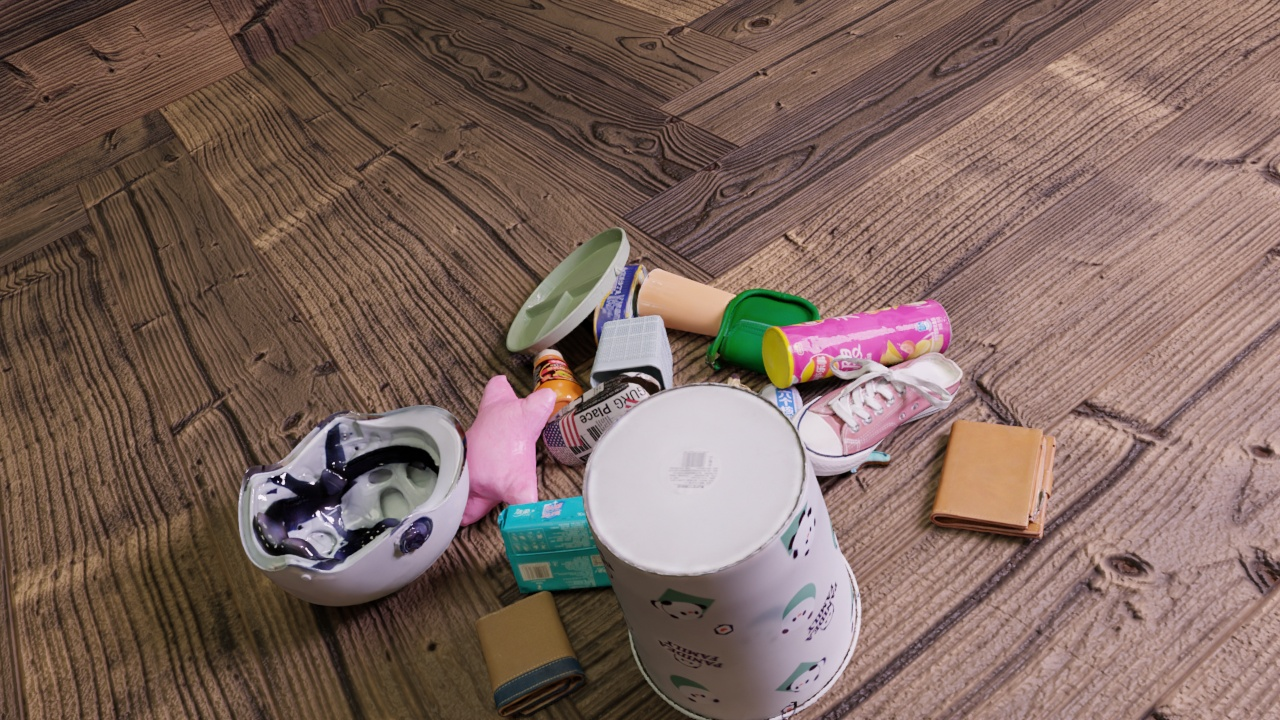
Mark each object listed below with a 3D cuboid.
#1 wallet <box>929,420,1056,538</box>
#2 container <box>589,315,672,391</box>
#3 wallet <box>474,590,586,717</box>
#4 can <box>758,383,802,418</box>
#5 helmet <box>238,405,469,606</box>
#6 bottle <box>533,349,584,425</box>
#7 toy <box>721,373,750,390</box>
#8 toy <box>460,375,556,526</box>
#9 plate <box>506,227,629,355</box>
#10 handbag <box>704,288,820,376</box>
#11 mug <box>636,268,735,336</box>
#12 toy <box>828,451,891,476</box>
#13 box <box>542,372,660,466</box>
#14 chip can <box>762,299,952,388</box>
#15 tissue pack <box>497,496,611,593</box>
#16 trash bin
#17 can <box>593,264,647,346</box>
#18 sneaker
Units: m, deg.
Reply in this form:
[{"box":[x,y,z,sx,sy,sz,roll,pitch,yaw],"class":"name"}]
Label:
[{"box":[0.365,0.119,0.944,0.108,0.031,0.131,4,46,28],"class":"wallet"},{"box":[-0.007,0.007,1.157,0.090,0.090,0.111,-7,40,12],"class":"container"},{"box":[-0.114,0.294,0.926,0.090,0.033,0.115,-23,40,-9],"class":"wallet"},{"box":[0.161,0.087,1.034,0.053,0.053,0.134,-9,42,10],"class":"can"},{"box":[-0.304,0.176,1.036,0.258,0.146,0.229,-32,44,-25],"class":"helmet"},{"box":[-0.112,0.029,1.196,0.067,0.067,0.149,-20,34,-2],"class":"bottle"},{"box":[0.091,0.094,1.026,0.066,0.105,0.157,13,66,14],"class":"toy"},{"box":[-0.176,0.104,1.109,0.179,0.074,0.194,-15,57,36],"class":"toy"},{"box":[-0.098,-0.093,1.270,0.231,0.027,0.229,-38,23,19],"class":"plate"},{"box":[0.158,-0.026,1.147,0.131,0.068,0.120,16,52,33],"class":"handbag"},{"box":[0.067,-0.072,1.231,0.123,0.078,0.078,17,52,27],"class":"mug"},{"box":[0.230,0.092,1.025,0.096,0.030,0.091,3,50,12],"class":"toy"},{"box":[-0.049,0.075,1.077,0.164,0.075,0.082,-28,45,32],"class":"box"},{"box":[0.251,-0.022,1.067,0.210,0.071,0.071,-11,39,-15],"class":"chip can"},{"box":[-0.078,0.194,0.973,0.133,0.093,0.050,-7,27,12],"class":"tissue pack"},{"box":[0.070,0.168,0.813,0.230,0.252,0.229,-9,49,11],"class":"trash bin"},{"box":[-0.025,-0.075,1.263,0.049,0.075,0.147,-2,42,14],"class":"can"},{"box":[0.256,0.041,0.992,0.240,0.088,0.118,-23,55,-22],"class":"sneaker"}]
